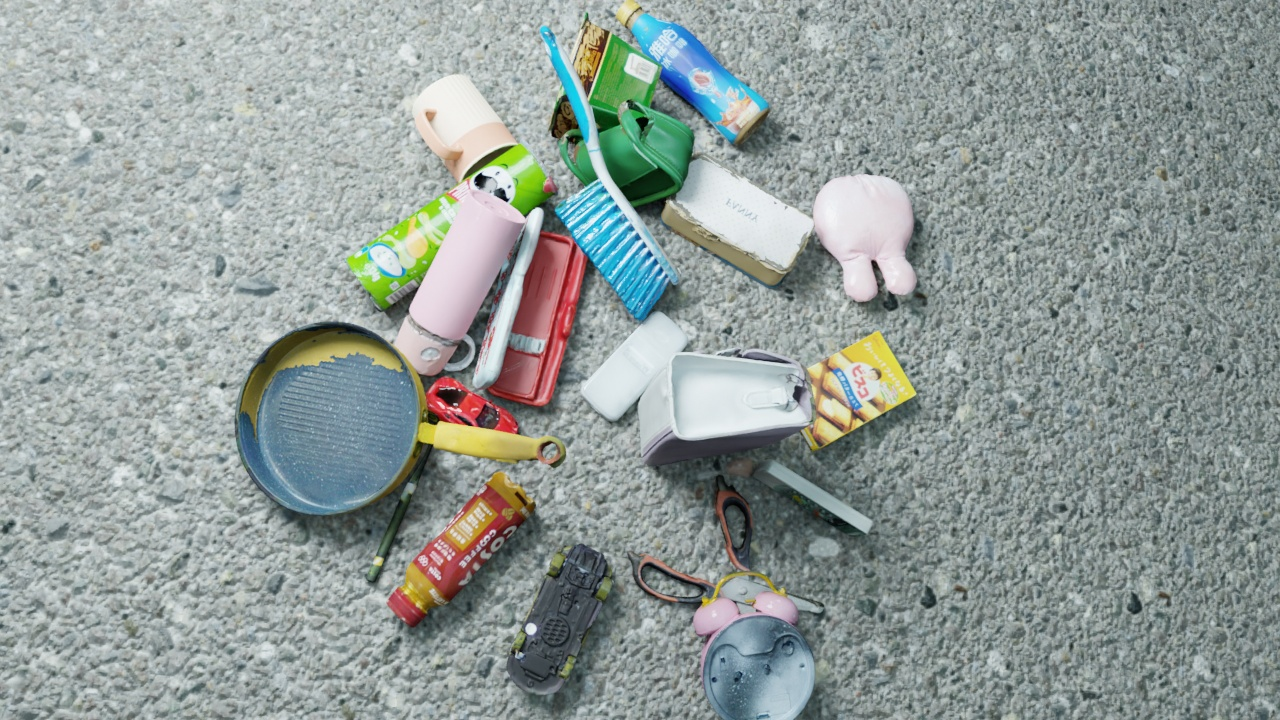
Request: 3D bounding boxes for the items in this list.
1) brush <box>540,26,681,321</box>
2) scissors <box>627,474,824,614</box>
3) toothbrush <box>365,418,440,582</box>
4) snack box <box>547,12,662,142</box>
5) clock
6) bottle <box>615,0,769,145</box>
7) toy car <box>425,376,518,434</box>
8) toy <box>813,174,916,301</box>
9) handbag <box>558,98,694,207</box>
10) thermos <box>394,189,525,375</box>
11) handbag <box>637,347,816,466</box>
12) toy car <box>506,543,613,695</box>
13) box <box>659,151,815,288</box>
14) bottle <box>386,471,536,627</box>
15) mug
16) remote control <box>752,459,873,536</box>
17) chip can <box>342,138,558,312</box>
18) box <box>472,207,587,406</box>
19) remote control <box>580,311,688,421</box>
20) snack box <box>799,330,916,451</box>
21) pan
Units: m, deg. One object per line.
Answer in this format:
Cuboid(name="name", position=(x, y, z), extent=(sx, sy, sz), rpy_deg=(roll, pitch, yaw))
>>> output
Cuboid(name="brush", position=(-0.050, -0.190, 0.979), extent=(0.109, 0.060, 0.314), rpy_deg=(-36, 115, 3))
Cuboid(name="scissors", position=(0.093, 0.240, 0.998), extent=(0.189, 0.015, 0.222), rpy_deg=(-18, 83, -10))
Cuboid(name="toothbrush", position=(-0.252, 0.144, 0.974), extent=(0.017, 0.012, 0.185), rpy_deg=(20, 75, 3))
Cuboid(name="snack box", position=(-0.038, -0.310, 1.062), extent=(0.105, 0.118, 0.118), rpy_deg=(17, 76, -9))
Cuboid(name="clock", position=(0.115, 0.300, 0.956), extent=(0.117, 0.060, 0.158), rpy_deg=(-6, 87, -7))
Cuboid(name="bottle", position=(0.059, -0.354, 1.111), extent=(0.218, 0.065, 0.065), rpy_deg=(44, 75, 4))
Cuboid(name="toy car", position=(-0.181, 0.058, 0.989), extent=(0.106, 0.031, 0.049), rpy_deg=(31, 55, -2))
Cuboid(name="toy", position=(0.271, -0.147, 1.097), extent=(0.121, 0.054, 0.159), rpy_deg=(-7, 77, -2))
Cuboid(name="handbag", position=(-0.012, -0.233, 1.030), extent=(0.120, 0.132, 0.067), rpy_deg=(33, 64, -36))
Cuboid(name="thermos", position=(-0.185, -0.075, 0.967), extent=(0.087, 0.067, 0.199), rpy_deg=(20, 110, -29))
Cuboid(name="handbag", position=(0.080, 0.050, 0.948), extent=(0.145, 0.197, 0.098), rpy_deg=(1, 77, -9))
Cuboid(name="toy car", position=(-0.084, 0.267, 0.952), extent=(0.070, 0.042, 0.158), rpy_deg=(28, 73, -1))
Cuboid(name="box", position=(0.118, -0.161, 1.077), extent=(0.184, 0.062, 0.089), rpy_deg=(33, 75, -1))
Cuboid(name="bottle", position=(-0.186, 0.196, 0.947), extent=(0.057, 0.057, 0.174), rpy_deg=(42, 75, 3))
Cuboid(name="mug", position=(-0.205, -0.255, 1.028), extent=(0.082, 0.114, 0.106), rpy_deg=(-40, 80, 29))
Cuboid(name="remote control", position=(0.188, 0.152, 1.013), extent=(0.135, 0.056, 0.019), rpy_deg=(32, 75, -1))
Cuboid(name="chip can", position=(-0.204, -0.146, 1.001), extent=(0.236, 0.072, 0.072), rpy_deg=(-35, 84, -5))
Cuboid(name="box", position=(-0.118, -0.058, 0.996), extent=(0.095, 0.102, 0.201), rpy_deg=(14, 75, -4))
Cuboid(name="remote control", position=(-0.006, 0.006, 1.038), extent=(0.056, 0.020, 0.135), rpy_deg=(42, 75, 4))
Cuboid(name="snack box", position=(0.237, 0.035, 1.060), extent=(0.140, 0.034, 0.087), rpy_deg=(-26, 82, -15))
Cuboid(name="pan", position=(-0.240, 0.068, 0.913), extent=(0.357, 0.078, 0.197), rpy_deg=(8, 85, 9))
